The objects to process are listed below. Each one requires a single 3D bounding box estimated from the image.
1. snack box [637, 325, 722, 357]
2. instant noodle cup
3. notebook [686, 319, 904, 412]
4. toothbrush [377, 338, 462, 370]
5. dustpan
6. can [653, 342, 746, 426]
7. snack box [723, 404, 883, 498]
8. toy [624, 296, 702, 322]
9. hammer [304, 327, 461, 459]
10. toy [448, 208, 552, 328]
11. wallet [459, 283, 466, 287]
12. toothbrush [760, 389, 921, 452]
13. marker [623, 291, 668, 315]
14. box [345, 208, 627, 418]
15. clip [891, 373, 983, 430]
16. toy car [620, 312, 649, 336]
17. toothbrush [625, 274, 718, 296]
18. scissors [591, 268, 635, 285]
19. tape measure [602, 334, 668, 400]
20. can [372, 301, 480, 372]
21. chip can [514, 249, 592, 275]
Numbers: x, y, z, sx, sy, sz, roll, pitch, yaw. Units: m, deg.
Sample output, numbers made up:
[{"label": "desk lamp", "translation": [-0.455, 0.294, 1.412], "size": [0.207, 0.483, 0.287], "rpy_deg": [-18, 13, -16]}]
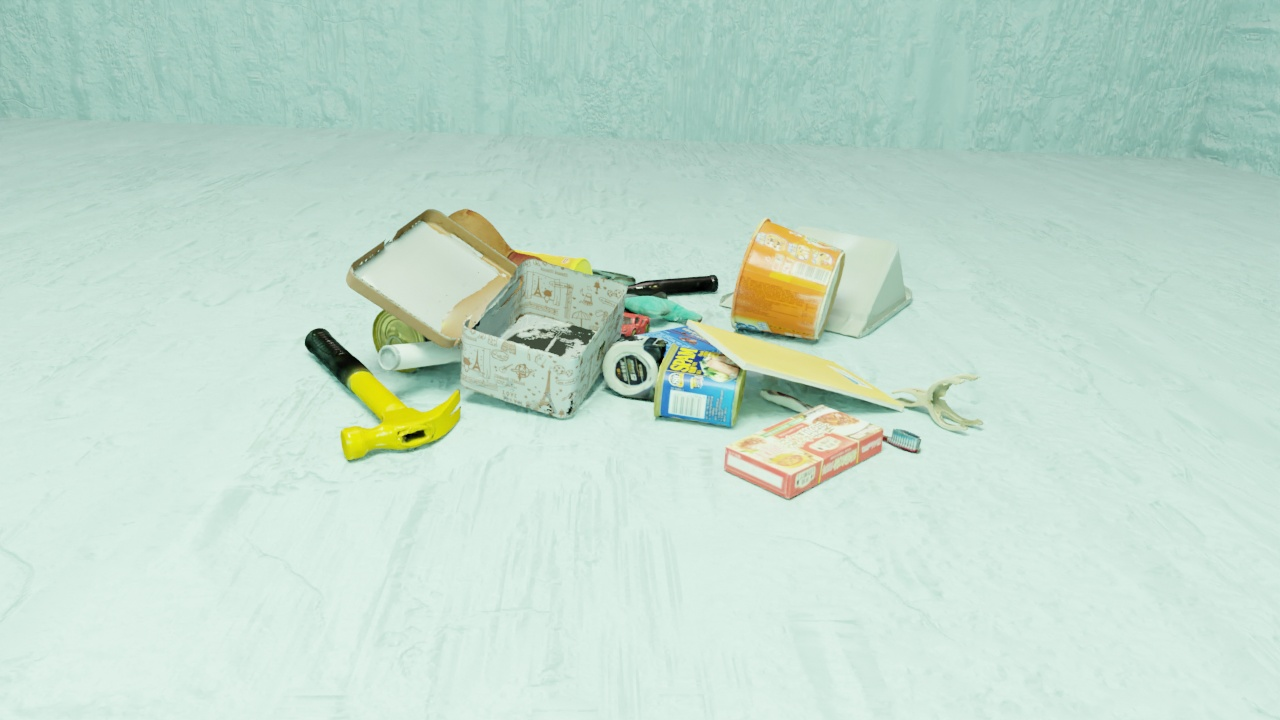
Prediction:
[{"label": "snack box", "translation": [0.029, -0.009, 1.082], "size": [0.156, 0.026, 0.084], "rpy_deg": [-11, 24, -32]}, {"label": "instant noodle cup", "translation": [0.193, -0.098, 1.184], "size": [0.111, 0.151, 0.151], "rpy_deg": [18, 24, 16]}, {"label": "notebook", "translation": [0.165, 0.004, 0.994], "size": [0.206, 0.010, 0.146], "rpy_deg": [14, 14, -26]}, {"label": "toothbrush", "translation": [-0.198, -0.012, 1.011], "size": [0.027, 0.026, 0.220], "rpy_deg": [12, 11, 28]}, {"label": "dustpan", "translation": [0.284, -0.095, 1.365], "size": [0.223, 0.143, 0.257], "rpy_deg": [16, 54, 33]}, {"label": "can", "translation": [0.064, 0.025, 0.954], "size": [0.083, 0.057, 0.101], "rpy_deg": [9, 22, 10]}, {"label": "snack box", "translation": [0.154, 0.082, 0.855], "size": [0.152, 0.025, 0.075], "rpy_deg": [-17, 27, -42]}, {"label": "toy", "translation": [0.033, -0.067, 1.218], "size": [0.091, 0.030, 0.096], "rpy_deg": [2, 14, -46]}, {"label": "hammer", "translation": [-0.289, 0.023, 0.954], "size": [0.128, 0.033, 0.301], "rpy_deg": [-12, 25, -34]}, {"label": "toy", "translation": [-0.174, -0.097, 1.146], "size": [0.199, 0.130, 0.140], "rpy_deg": [25, 2, -12]}, {"label": "wallet", "translation": [-0.247, -0.104, 1.230], "size": [0.129, 0.037, 0.106], "rpy_deg": [-1, 58, -5]}, {"label": "toothbrush", "translation": [0.200, 0.057, 0.939], "size": [0.188, 0.017, 0.016], "rpy_deg": [21, 26, 38]}, {"label": "marker", "translation": [-0.006, -0.070, 1.253], "size": [0.022, 0.020, 0.131], "rpy_deg": [1, 17, 36]}, {"label": "box", "translation": [-0.160, -0.059, 0.985], "size": [0.261, 0.103, 0.178], "rpy_deg": [17, 34, 9]}, {"label": "clip", "translation": [0.313, 0.031, 0.956], "size": [0.035, 0.096, 0.101], "rpy_deg": [-12, 36, -33]}, {"label": "toy car", "translation": [-0.021, -0.043, 1.148], "size": [0.049, 0.031, 0.106], "rpy_deg": [7, 13, 16]}, {"label": "toothbrush", "translation": [0.012, -0.105, 1.341], "size": [0.212, 0.026, 0.027], "rpy_deg": [-6, -12, -17]}, {"label": "scissors", "translation": [-0.069, -0.133, 1.412], "size": [0.129, 0.019, 0.185], "rpy_deg": [0, 14, -22]}, {"label": "tape measure", "translation": [-0.006, 0.006, 0.983], "size": [0.066, 0.066, 0.033], "rpy_deg": [10, 19, 14]}, {"label": "can", "translation": [-0.243, -0.038, 1.060], "size": [0.075, 0.075, 0.110], "rpy_deg": [13, 23, 25]}, {"label": "chip can", "translation": [-0.177, -0.123, 1.302], "size": [0.214, 0.072, 0.071], "rpy_deg": [10, 22, 21]}]
